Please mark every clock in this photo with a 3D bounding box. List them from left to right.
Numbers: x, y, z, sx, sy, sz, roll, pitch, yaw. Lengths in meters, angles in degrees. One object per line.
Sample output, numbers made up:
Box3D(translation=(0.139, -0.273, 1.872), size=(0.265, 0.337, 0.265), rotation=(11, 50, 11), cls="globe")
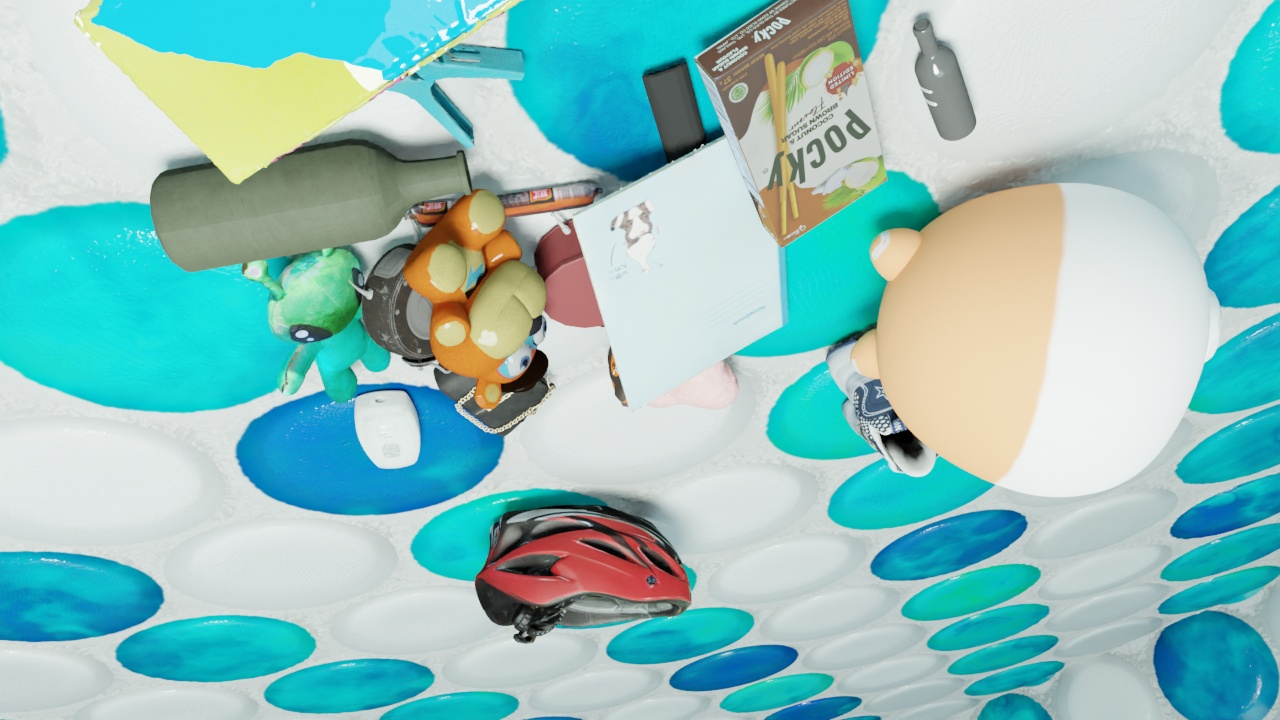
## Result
Box3D(translation=(-0.180, -0.045, 0.737), size=(0.044, 0.091, 0.123), rotation=(17, 147, 31), cls="clock")
Box3D(translation=(-0.033, -0.071, 0.777), size=(0.137, 0.048, 0.096), rotation=(15, 137, -34), cls="clock")

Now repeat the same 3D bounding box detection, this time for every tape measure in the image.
Box3D(translation=(-0.005, 0.005, 0.884), size=(0.038, 0.058, 0.058), rotation=(6, 119, -26), cls="tape measure")

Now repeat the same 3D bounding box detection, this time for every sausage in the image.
Box3D(translation=(-0.105, -0.120, 0.711), size=(0.155, 0.020, 0.020), rotation=(-9, 145, -6), cls="sausage")

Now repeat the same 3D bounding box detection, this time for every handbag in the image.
Box3D(translation=(-0.139, 0.021, 0.880), size=(0.079, 0.054, 0.128), rotation=(-33, 139, 10), cls="handbag")

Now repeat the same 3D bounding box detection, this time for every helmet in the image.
Box3D(translation=(-0.066, 0.265, 1.133), size=(0.271, 0.166, 0.218), rotation=(12, 153, -23), cls="helmet")

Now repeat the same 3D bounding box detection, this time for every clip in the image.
Box3D(translation=(-0.149, -0.184, 0.604), size=(0.120, 0.027, 0.103), rotation=(18, 132, -37), cls="clip")

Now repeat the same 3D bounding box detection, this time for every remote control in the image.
Box3D(translation=(-0.253, 0.071, 0.924), size=(0.060, 0.028, 0.114), rotation=(-8, 145, -8), cls="remote control")
Box3D(translation=(0.033, -0.165, 0.694), size=(0.033, 0.015, 0.147), rotation=(-17, 145, 6), cls="remote control")

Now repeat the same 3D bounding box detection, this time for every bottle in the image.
Box3D(translation=(-0.222, -0.113, 0.638), size=(0.207, 0.071, 0.071), rotation=(-11, 145, -3), cls="bottle")
Box3D(translation=(0.222, -0.209, 0.680), size=(0.030, 0.030, 0.113), rotation=(-26, 143, 18), cls="bottle")

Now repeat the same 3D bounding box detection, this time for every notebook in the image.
Box3D(translation=(0.047, -0.071, 0.770), size=(0.181, 0.009, 0.254), rotation=(-30, 143, -11), cls="notebook")

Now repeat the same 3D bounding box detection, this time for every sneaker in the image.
Box3D(translation=(0.289, 0.079, 1.018), size=(0.103, 0.132, 0.269), rotation=(-24, 145, 13), cls="sneaker")

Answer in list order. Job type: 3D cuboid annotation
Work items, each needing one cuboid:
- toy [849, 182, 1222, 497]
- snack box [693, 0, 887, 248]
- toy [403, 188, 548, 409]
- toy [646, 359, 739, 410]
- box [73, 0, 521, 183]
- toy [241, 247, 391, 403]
Box3D(translation=(0.332, -0.025, 0.793), size=(0.281, 0.264, 0.263), rotation=(12, 131, 14), cls="toy")
Box3D(translation=(0.117, -0.173, 0.674), size=(0.101, 0.031, 0.186), rotation=(-33, 143, 3), cls="snack box")
Box3D(translation=(-0.122, -0.040, 0.707), size=(0.096, 0.111, 0.176), rotation=(14, 145, 16), cls="toy")
Box3D(translation=(0.044, 0.020, 0.932), size=(0.105, 0.053, 0.108), rotation=(-12, 147, 18), cls="toy")
Box3D(translation=(-0.172, -0.206, 0.498), size=(0.221, 0.079, 0.124), rotation=(-28, 126, 17), cls="box")
Box3D(translation=(-0.255, -0.035, 0.746), size=(0.130, 0.072, 0.194), rotation=(-45, 157, -23), cls="toy")
